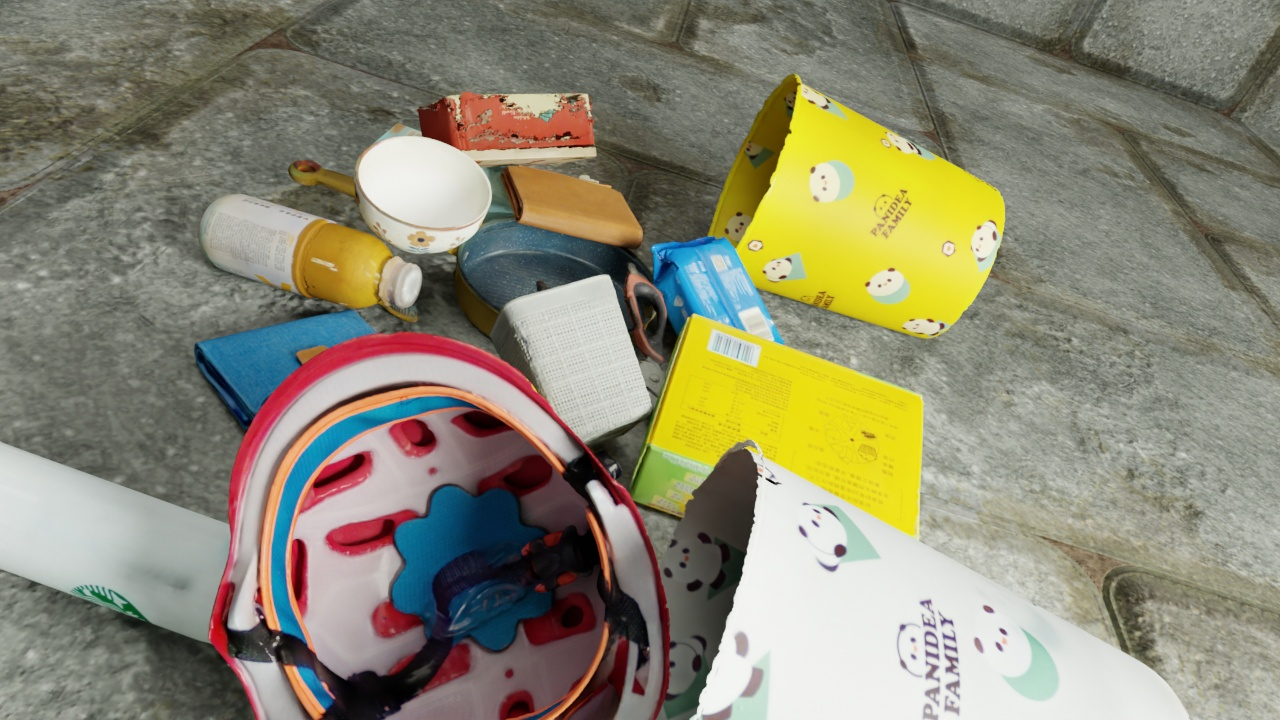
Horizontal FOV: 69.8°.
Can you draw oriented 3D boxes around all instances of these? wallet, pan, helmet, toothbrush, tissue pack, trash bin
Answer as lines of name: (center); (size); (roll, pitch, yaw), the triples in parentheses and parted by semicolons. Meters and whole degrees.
wallet: (-0.258, 0.004, 0.709); (0.132, 0.040, 0.106); (-19, 46, -41)
wallet: (-0.071, -0.159, 0.935); (0.131, 0.031, 0.107); (9, 34, -28)
pan: (-0.152, -0.104, 0.864); (0.357, 0.078, 0.197); (14, 36, -8)
helmet: (-0.097, 0.113, 0.482); (0.207, 0.144, 0.240); (-22, 77, -1)
toothbrush: (-0.279, -0.082, 0.825); (0.191, 0.018, 0.016); (28, 35, 11)
tissue pack: (0.072, -0.047, 0.883); (0.094, 0.052, 0.157); (-19, 79, -41)
trash bin: (0.230, -0.153, 0.998); (0.255, 0.230, 0.229); (20, 35, -9)
trash bin: (0.125, 0.196, 0.491); (0.252, 0.230, 0.229); (24, 36, -3)

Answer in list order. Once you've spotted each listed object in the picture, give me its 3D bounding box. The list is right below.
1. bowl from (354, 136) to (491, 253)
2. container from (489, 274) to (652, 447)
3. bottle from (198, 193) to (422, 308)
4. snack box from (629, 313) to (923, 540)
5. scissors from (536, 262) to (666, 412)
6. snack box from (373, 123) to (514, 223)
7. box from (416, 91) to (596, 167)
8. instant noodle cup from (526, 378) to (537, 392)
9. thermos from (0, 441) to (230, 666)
bowl: (-0.190, -0.133, 0.787); (0.113, 0.062, 0.113); (13, 49, -16)
container: (-0.053, 0.009, 0.717); (0.090, 0.090, 0.114); (-18, 79, -21)
bottle: (-0.275, -0.087, 0.771); (0.189, 0.068, 0.067); (17, 35, 12)
snack box: (0.111, 0.067, 0.726); (0.210, 0.070, 0.157); (20, 45, 0)
scissors: (-0.003, -0.002, 0.802); (0.188, 0.015, 0.226); (11, 53, -22)
snack box: (-0.199, -0.189, 0.976); (0.175, 0.052, 0.074); (20, 37, 0)
box: (-0.133, -0.240, 0.929); (0.168, 0.080, 0.091); (-13, 11, -37)
instant noodle cup: (-0.094, 0.088, 0.614); (0.118, 0.119, 0.114); (-16, 56, -39)
thermos: (-0.288, 0.114, 0.526); (0.224, 0.073, 0.073); (20, 36, 0)
